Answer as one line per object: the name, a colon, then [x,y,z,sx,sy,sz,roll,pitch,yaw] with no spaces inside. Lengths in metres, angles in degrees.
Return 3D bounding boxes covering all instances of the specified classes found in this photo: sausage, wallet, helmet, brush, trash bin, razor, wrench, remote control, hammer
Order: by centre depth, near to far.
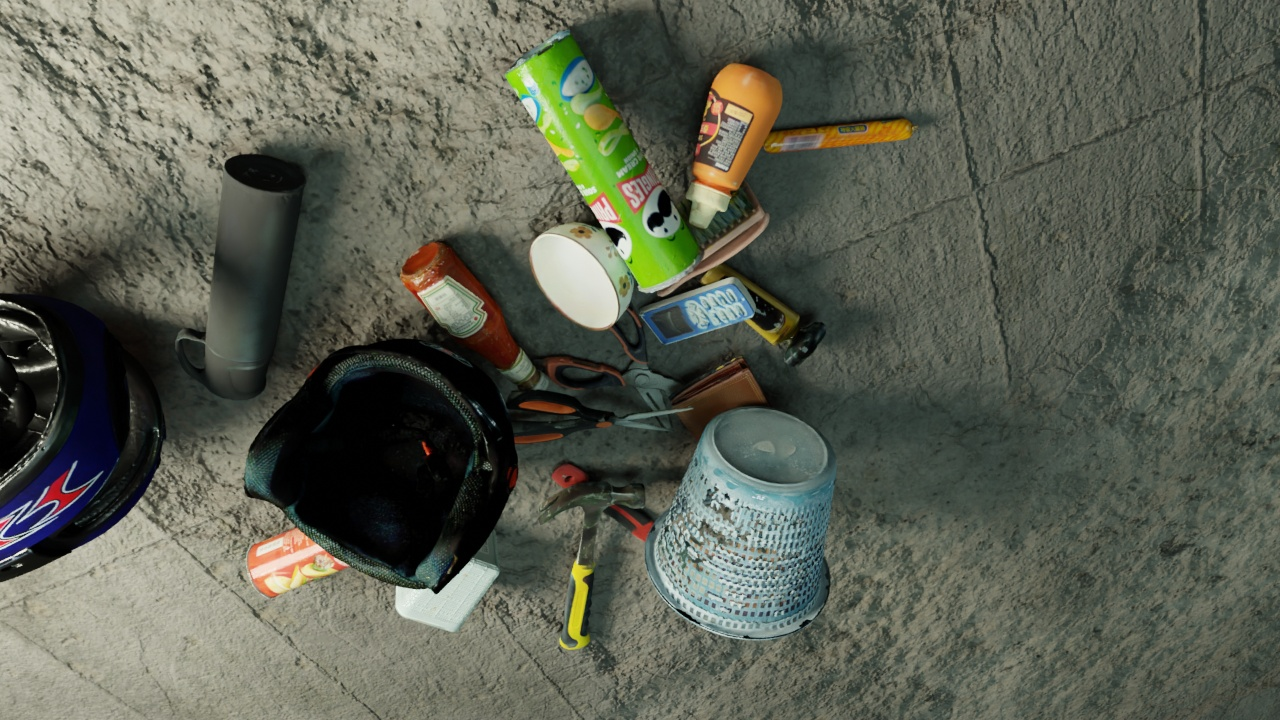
helmet: [-0.561,0.068,0.827,0.316,0.247,0.240,-17,167,8]
sausage: [0.195,-0.221,0.905,0.165,0.021,0.021,-7,127,-6]
helmet: [-0.237,0.092,0.924,0.233,0.229,0.275,28,114,0]
brush: [0.057,-0.121,0.927,0.146,0.063,0.073,-36,132,16]
remote control: [0.060,-0.053,0.973,0.125,0.024,0.049,-17,124,33]
razor: [0.132,-0.053,0.996,0.167,0.067,0.062,35,105,-24]
trash bin: [0.130,0.169,1.053,0.226,0.226,0.195,1,126,-12]
wallet: [0.099,0.057,1.080,0.101,0.032,0.124,-27,137,9]
wrench: [-0.016,0.207,1.186,0.056,0.016,0.273,-35,126,14]
hammer: [-0.078,0.276,1.202,0.126,0.031,0.324,2,130,-10]

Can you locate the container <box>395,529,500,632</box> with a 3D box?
container: [-0.235,0.258,1.135,0.090,0.090,0.112,28,113,-28]

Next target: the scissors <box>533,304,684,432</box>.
scissors: [-0.015,0.008,1.038,0.226,0.015,0.189,2,126,-14]

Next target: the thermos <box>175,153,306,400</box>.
thermos: [-0.382,-0.073,0.867,0.090,0.068,0.243,9,124,-25]

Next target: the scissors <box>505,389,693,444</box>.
scissors: [-0.064,0.063,1.027,0.229,0.021,0.220,-18,154,31]

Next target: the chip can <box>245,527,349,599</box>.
chip can: [-0.353,0.211,1.084,0.217,0.073,0.073,-22,127,5]

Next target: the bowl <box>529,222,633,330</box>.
bowl: [-0.049,-0.093,0.914,0.062,0.114,0.113,-46,137,-33]

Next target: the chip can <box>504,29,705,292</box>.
chip can: [-0.030,-0.175,0.826,0.072,0.072,0.236,-30,111,11]

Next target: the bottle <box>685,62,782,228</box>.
bottle: [0.079,-0.194,0.849,0.066,0.067,0.149,18,99,-23]

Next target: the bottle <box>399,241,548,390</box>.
bottle: [-0.163,-0.034,0.949,0.060,0.059,0.206,-29,128,10]
